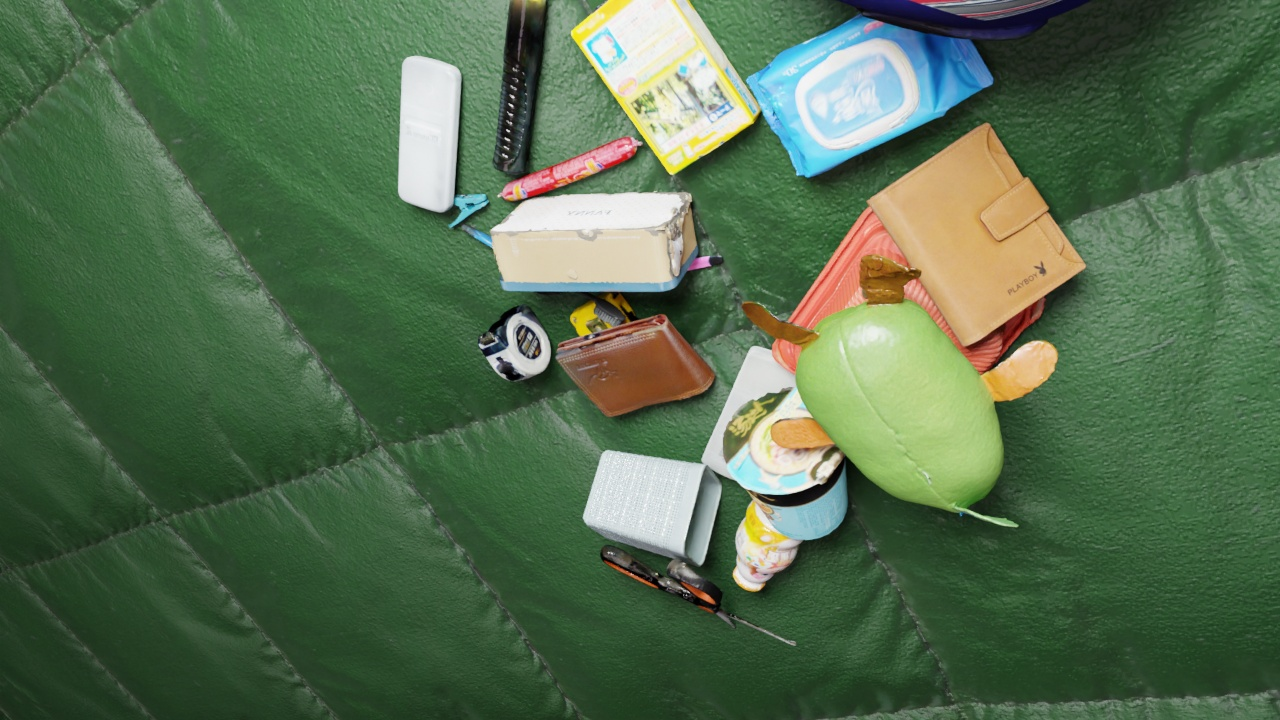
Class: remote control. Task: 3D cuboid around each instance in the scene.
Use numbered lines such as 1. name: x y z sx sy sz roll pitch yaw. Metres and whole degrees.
1. remote control: 0.107 0.054 0.875 0.058 0.021 0.150 24 127 5
2. remote control: -0.192 -0.203 0.832 0.056 0.020 0.136 19 121 16

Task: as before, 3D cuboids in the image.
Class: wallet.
1. wallet: -0.005 0.005 0.861 0.125 0.032 0.101 -16 137 28
2. wallet: 0.246 -0.093 0.675 0.108 0.031 0.132 -33 90 -1

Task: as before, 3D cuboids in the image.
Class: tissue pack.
1. tissue pack: 0.163 -0.201 0.667 0.157 0.052 0.095 -21 111 32

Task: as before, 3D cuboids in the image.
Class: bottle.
1. bottle: 0.126 0.187 0.927 0.063 0.063 0.109 23 127 8

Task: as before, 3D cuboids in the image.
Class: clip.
1. clip: -0.167 -0.146 0.869 0.055 0.013 0.034 -14 116 29

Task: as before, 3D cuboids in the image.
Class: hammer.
1. hammer: -0.090 -0.291 0.730 0.129 0.032 0.301 20 126 11

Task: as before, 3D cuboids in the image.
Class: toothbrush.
1. toothbrush: -0.013 -0.080 0.848 0.189 0.017 0.014 -7 117 23
2. toothbrush: -0.094 -0.081 0.862 0.189 0.014 0.016 30 128 14

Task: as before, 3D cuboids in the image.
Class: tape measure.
1. tape measure: -0.034 -0.034 0.874 0.060 0.028 0.057 -25 109 34
2. tape measure: -0.121 -0.013 0.902 0.034 0.065 0.066 -18 110 36

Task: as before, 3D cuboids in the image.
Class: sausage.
1. sausage: -0.064 -0.166 0.809 0.156 0.020 0.020 -14 115 30

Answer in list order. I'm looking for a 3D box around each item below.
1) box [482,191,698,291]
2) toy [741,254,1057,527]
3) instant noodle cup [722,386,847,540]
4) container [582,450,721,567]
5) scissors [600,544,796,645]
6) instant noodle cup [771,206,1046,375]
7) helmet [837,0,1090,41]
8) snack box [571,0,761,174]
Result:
1. box: -0.046 -0.103 0.799 0.184 0.089 0.062 1 122 25
2. toy: 0.189 0.025 0.681 0.228 0.089 0.247 -20 118 39
3. instant noodle cup: 0.141 0.103 0.832 0.111 0.111 0.120 0 142 23
4. container: 0.011 0.146 0.920 0.111 0.089 0.090 9 161 20
5. scissors: 0.059 0.242 0.959 0.234 0.021 0.221 22 161 13
6. instant noodle cup: 0.214 -0.019 0.747 0.164 0.078 0.189 29 123 -1
7. helmet: 0.151 -0.305 0.490 0.316 0.239 0.248 12 123 16
8. snack box: 0.021 -0.228 0.725 0.087 0.033 0.140 -28 106 34
